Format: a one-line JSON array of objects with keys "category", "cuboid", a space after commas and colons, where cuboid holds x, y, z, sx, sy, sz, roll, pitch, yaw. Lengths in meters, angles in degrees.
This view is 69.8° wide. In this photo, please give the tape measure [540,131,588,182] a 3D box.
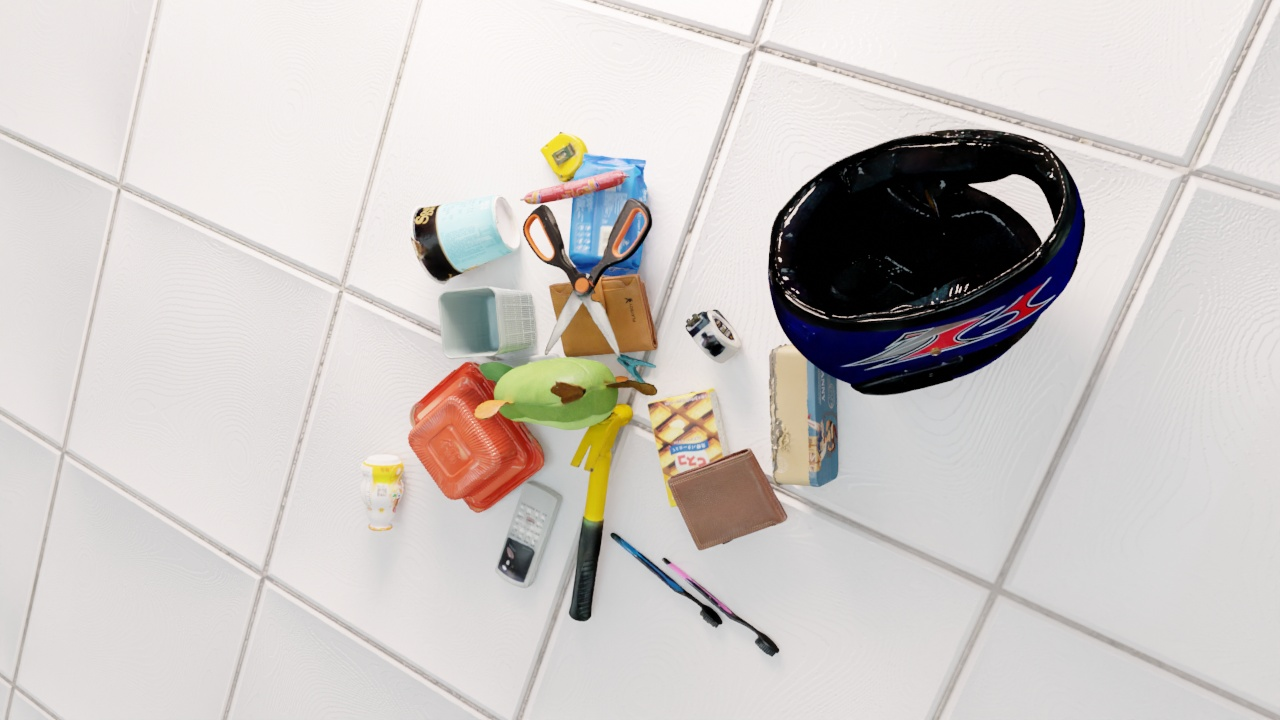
[{"category": "tape measure", "cuboid": [-0.100, -0.273, 1.219, 0.057, 0.028, 0.060, -35, 81, 21]}]

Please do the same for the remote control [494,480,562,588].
[{"category": "remote control", "cuboid": [-0.159, 0.245, 1.288, 0.058, 0.021, 0.150, 24, 102, 20]}]

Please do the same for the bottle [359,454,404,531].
[{"category": "bottle", "cuboid": [-0.382, 0.195, 1.355, 0.063, 0.063, 0.108, 6, 96, 22]}]

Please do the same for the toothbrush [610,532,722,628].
[{"category": "toothbrush", "cuboid": [0.032, 0.290, 1.217, 0.189, 0.014, 0.016, 36, 130, 17]}]

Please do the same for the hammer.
[{"category": "hammer", "cuboid": [-0.063, 0.209, 1.211, 0.033, 0.128, 0.301, 14, 110, 18]}]

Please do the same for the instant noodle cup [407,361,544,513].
[{"category": "instant noodle cup", "cuboid": [-0.243, 0.112, 1.274, 0.165, 0.079, 0.189, -40, 84, 28]}]

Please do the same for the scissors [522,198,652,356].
[{"category": "scissors", "cuboid": [-0.067, -0.114, 1.152, 0.221, 0.021, 0.234, -43, 72, 14]}]

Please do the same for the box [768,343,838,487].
[{"category": "box", "cuboid": [0.194, 0.056, 1.089, 0.062, 0.089, 0.184, 2, 96, 29]}]

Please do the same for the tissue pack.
[{"category": "tissue pack", "cuboid": [-0.040, -0.187, 1.188, 0.095, 0.052, 0.157, 7, 97, 20]}]

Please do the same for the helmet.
[{"category": "helmet", "cuboid": [0.296, -0.092, 0.947, 0.316, 0.240, 0.247, -10, 68, 32]}]

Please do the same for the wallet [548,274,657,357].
[{"category": "wallet", "cuboid": [-0.049, -0.059, 1.202, 0.132, 0.031, 0.108, -4, 111, 22]}]

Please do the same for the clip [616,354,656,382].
[{"category": "clip", "cuboid": [-0.008, 0.008, 1.211, 0.054, 0.013, 0.034, 33, 105, 15]}]

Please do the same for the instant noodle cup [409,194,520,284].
[{"category": "instant noodle cup", "cuboid": [-0.233, -0.171, 1.247, 0.121, 0.111, 0.111, -13, 89, 16]}]

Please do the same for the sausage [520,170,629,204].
[{"category": "sausage", "cuboid": [-0.085, -0.217, 1.164, 0.156, 0.020, 0.020, -9, 91, 23]}]

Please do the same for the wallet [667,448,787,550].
[{"category": "wallet", "cuboid": [0.105, 0.172, 1.134, 0.125, 0.032, 0.101, -24, 93, 23]}]

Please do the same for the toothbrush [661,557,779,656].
[{"category": "toothbrush", "cuboid": [0.101, 0.318, 1.190, 0.189, 0.014, 0.018, 36, 119, 17]}]

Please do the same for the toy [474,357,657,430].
[{"category": "toy", "cuboid": [-0.103, 0.041, 1.148, 0.247, 0.226, 0.090, -1, 95, 52]}]

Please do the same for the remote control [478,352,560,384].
[{"category": "remote control", "cuboid": [-0.169, 0.024, 1.276, 0.136, 0.020, 0.056, -8, 92, 23]}]

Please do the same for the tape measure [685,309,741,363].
[{"category": "tape measure", "cuboid": [0.092, -0.030, 1.137, 0.034, 0.065, 0.066, -42, 76, 24]}]

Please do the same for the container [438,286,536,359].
[{"category": "container", "cuboid": [-0.200, -0.052, 1.233, 0.090, 0.111, 0.090, -3, 92, 24]}]

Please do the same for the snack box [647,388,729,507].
[{"category": "snack box", "cuboid": [0.067, 0.112, 1.177, 0.087, 0.033, 0.140, -12, 92, 22]}]
